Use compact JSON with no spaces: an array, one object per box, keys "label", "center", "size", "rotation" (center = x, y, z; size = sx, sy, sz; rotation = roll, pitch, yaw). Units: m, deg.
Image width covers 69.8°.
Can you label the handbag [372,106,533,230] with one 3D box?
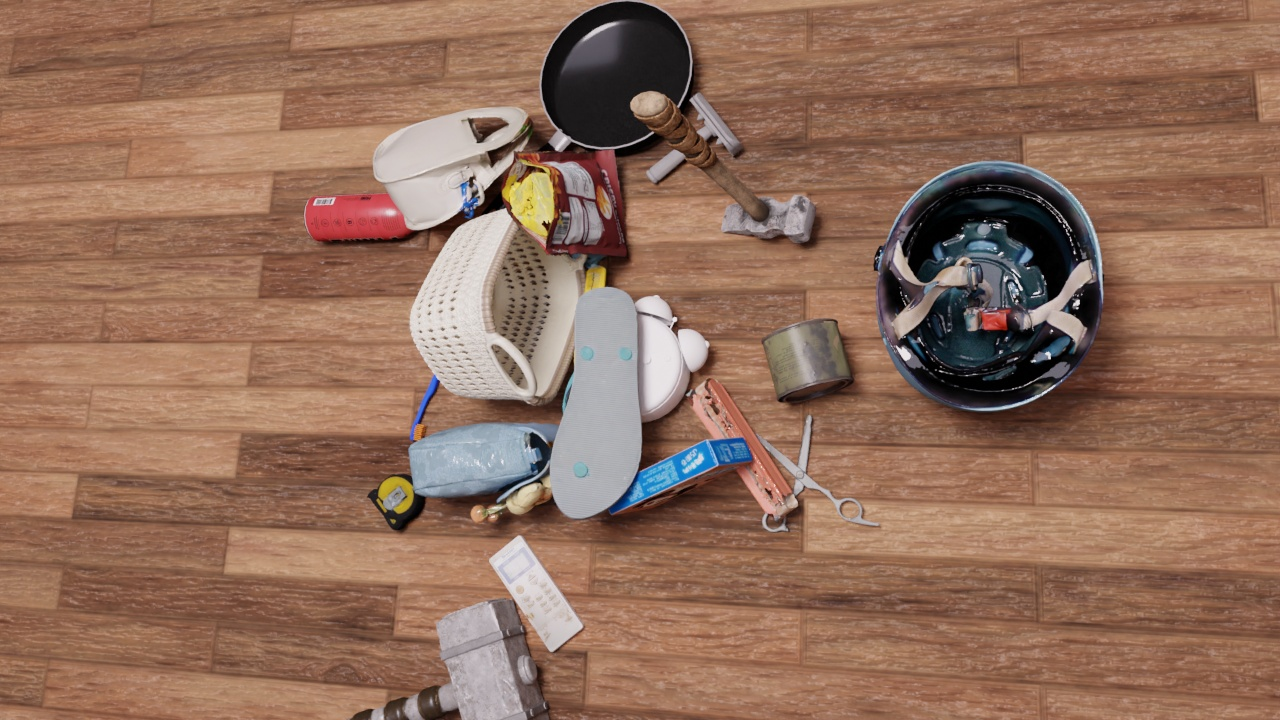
[{"label":"handbag","center":[-0.221,-0.247,1.140],"size":[0.199,0.093,0.200],"rotation":[-24,34,0]}]

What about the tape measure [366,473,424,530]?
[{"label":"tape measure","center":[-0.304,0.173,1.154],"size":[0.061,0.034,0.061],"rotation":[-44,74,-1]}]

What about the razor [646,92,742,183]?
[{"label":"razor","center":[0.057,-0.267,1.160],"size":[0.116,0.047,0.088],"rotation":[-38,73,11]}]

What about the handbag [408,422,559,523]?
[{"label":"handbag","center":[-0.173,0.132,1.091],"size":[0.192,0.121,0.118],"rotation":[-8,88,11]}]

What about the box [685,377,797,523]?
[{"label":"box","center":[0.121,0.100,1.062],"size":[0.056,0.059,0.186],"rotation":[-27,70,-19]}]

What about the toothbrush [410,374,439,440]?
[{"label":"toothbrush","center":[-0.259,0.019,1.184],"size":[0.018,0.016,0.182],"rotation":[20,84,10]}]

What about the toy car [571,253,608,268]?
[{"label":"toy car","center":[-0.081,-0.172,1.176],"size":[0.060,0.027,0.107],"rotation":[-37,74,3]}]

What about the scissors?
[{"label":"scissors","center":[0.197,0.143,1.057],"size":[0.175,0.014,0.141],"rotation":[29,89,19]}]

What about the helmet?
[{"label":"helmet","center":[0.361,-0.072,0.982],"size":[0.225,0.167,0.265],"rotation":[10,83,12]}]

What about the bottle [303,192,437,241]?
[{"label":"bottle","center":[-0.356,-0.192,1.225],"size":[0.177,0.062,0.062],"rotation":[0,79,13]}]

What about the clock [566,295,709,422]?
[{"label":"clock","center":[-0.006,0.006,1.094],"size":[0.161,0.073,0.125],"rotation":[-46,68,2]}]

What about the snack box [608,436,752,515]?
[{"label":"snack box","center":[0.041,0.130,1.032],"size":[0.152,0.087,0.034],"rotation":[-30,73,28]}]

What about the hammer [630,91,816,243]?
[{"label":"hammer","center":[0.084,-0.205,0.999],"size":[0.122,0.318,0.049],"rotation":[9,80,33]}]

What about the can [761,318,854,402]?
[{"label":"can","center":[0.191,0.002,1.047],"size":[0.090,0.090,0.074],"rotation":[-15,76,9]}]

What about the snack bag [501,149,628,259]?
[{"label":"snack bag","center":[-0.068,-0.183,1.069],"size":[0.067,0.207,0.139],"rotation":[-15,92,31]}]

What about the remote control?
[{"label":"remote control","center":[-0.126,0.279,1.104],"size":[0.050,0.011,0.136],"rotation":[-39,73,3]}]

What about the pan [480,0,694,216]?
[{"label":"pan","center":[-0.080,-0.308,1.193],"size":[0.204,0.044,0.356],"rotation":[43,94,19]}]

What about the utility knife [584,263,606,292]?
[{"label":"utility knife","center":[-0.061,-0.051,1.102],"size":[0.030,0.017,0.151],"rotation":[-4,60,19]}]

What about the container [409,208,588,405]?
[{"label":"container","center":[-0.157,-0.068,1.074],"size":[0.143,0.185,0.245],"rotation":[-7,42,22]}]

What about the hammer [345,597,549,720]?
[{"label":"hammer","center":[-0.273,0.413,1.075],"size":[0.326,0.079,0.176],"rotation":[-22,75,8]}]

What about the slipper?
[{"label":"slipper","center":[-0.041,0.049,1.040],"size":[0.098,0.055,0.268],"rotation":[6,75,4]}]
